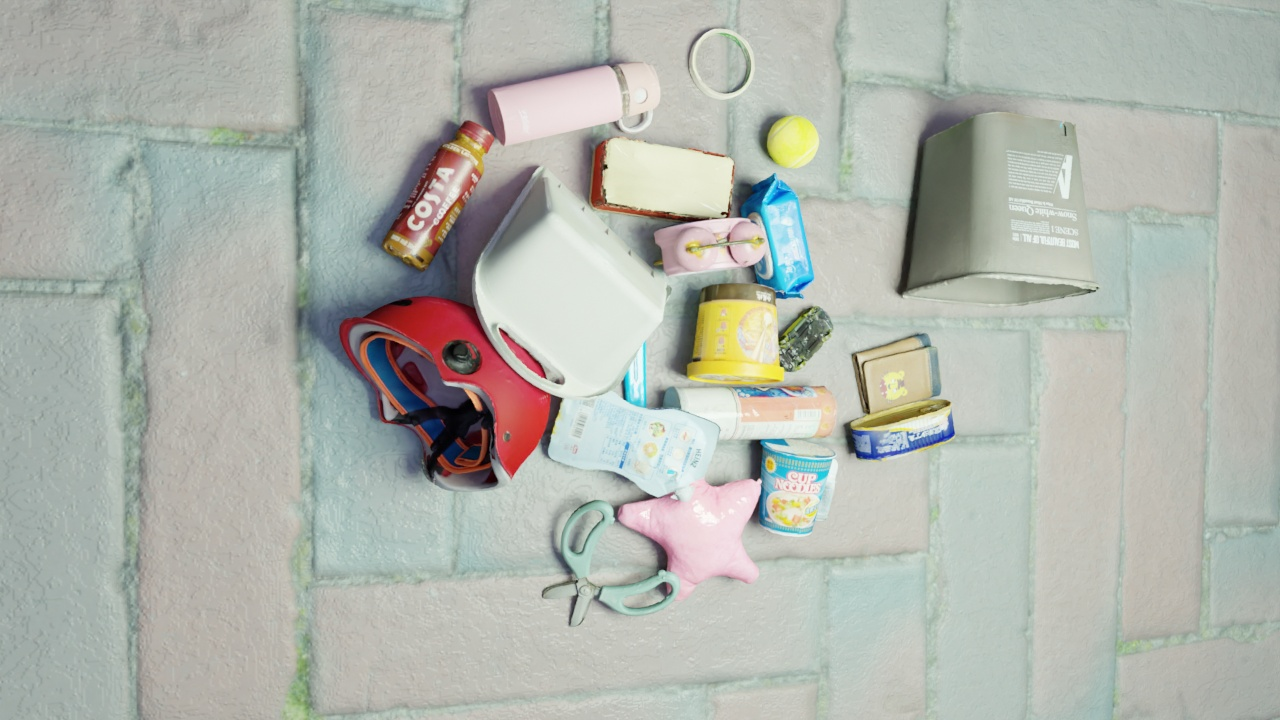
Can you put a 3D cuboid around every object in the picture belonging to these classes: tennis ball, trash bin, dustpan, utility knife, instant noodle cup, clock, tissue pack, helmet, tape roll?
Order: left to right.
[{"bbox_3d":[-0.196,0.018,0.997,0.240,0.208,0.143,52,55,-7],"label":"helmet"},{"bbox_3d":[-0.082,-0.076,1.023,0.222,0.257,0.143,43,101,-15],"label":"dustpan"},{"bbox_3d":[-0.007,0.007,1.142,0.034,0.018,0.179,-4,95,-19],"label":"utility knife"},{"bbox_3d":[0.083,-0.135,1.091,0.117,0.159,0.060,-7,92,-17],"label":"clock"},{"bbox_3d":[0.103,-0.374,1.161,0.085,0.014,0.086,-1,93,-18],"label":"tape roll"},{"bbox_3d":[0.118,-0.031,1.134,0.118,0.119,0.114,5,83,-18],"label":"instant noodle cup"},{"bbox_3d":[0.168,-0.152,1.151,0.052,0.095,0.157,-15,97,-11],"label":"tissue pack"},{"bbox_3d":[0.195,0.164,1.181,0.099,0.099,0.110,4,99,-18],"label":"instant noodle cup"},{"bbox_3d":[0.194,-0.278,1.168,0.065,0.065,0.065,-1,93,-18],"label":"tennis ball"},{"bbox_3d":[0.469,-0.191,1.203,0.198,0.199,0.219,4,86,-18],"label":"trash bin"}]

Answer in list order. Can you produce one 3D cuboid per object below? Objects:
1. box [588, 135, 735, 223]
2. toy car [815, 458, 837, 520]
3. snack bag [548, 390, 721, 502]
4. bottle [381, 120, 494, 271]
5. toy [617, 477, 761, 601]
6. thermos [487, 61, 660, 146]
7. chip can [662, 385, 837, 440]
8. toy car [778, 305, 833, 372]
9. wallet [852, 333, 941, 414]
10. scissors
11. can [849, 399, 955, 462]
[{"bbox_3d":[0.029,-0.218,1.111,0.168,0.077,0.091,5,91,-19],"label":"box"},{"bbox_3d":[0.239,0.169,1.223,0.043,0.034,0.090,13,87,-15],"label":"toy car"},{"bbox_3d":[-0.009,0.097,1.096,0.191,0.039,0.110,18,92,4],"label":"snack bag"},{"bbox_3d":[-0.226,-0.189,1.039,0.057,0.057,0.174,31,83,-17],"label":"bottle"},{"bbox_3d":[0.085,0.211,1.150,0.178,0.074,0.194,-34,106,-2],"label":"toy"},{"bbox_3d":[-0.075,-0.297,1.085,0.198,0.067,0.087,-17,129,-18],"label":"thermos"},{"bbox_3d":[0.139,0.067,1.164,0.214,0.071,0.071,0,92,-18],"label":"chip can"},{"bbox_3d":[0.211,-0.028,1.205,0.105,0.032,0.048,-44,104,-23],"label":"toy car"},{"bbox_3d":[0.351,0.018,1.254,0.115,0.033,0.090,-14,98,-13],"label":"wallet"},{"bbox_3d":[-0.040,0.245,1.117,0.170,0.019,0.179,-7,105,1],"label":"scissors"},{"bbox_3d":[0.354,0.094,1.235,0.148,0.075,0.049,-14,100,-17],"label":"can"}]
